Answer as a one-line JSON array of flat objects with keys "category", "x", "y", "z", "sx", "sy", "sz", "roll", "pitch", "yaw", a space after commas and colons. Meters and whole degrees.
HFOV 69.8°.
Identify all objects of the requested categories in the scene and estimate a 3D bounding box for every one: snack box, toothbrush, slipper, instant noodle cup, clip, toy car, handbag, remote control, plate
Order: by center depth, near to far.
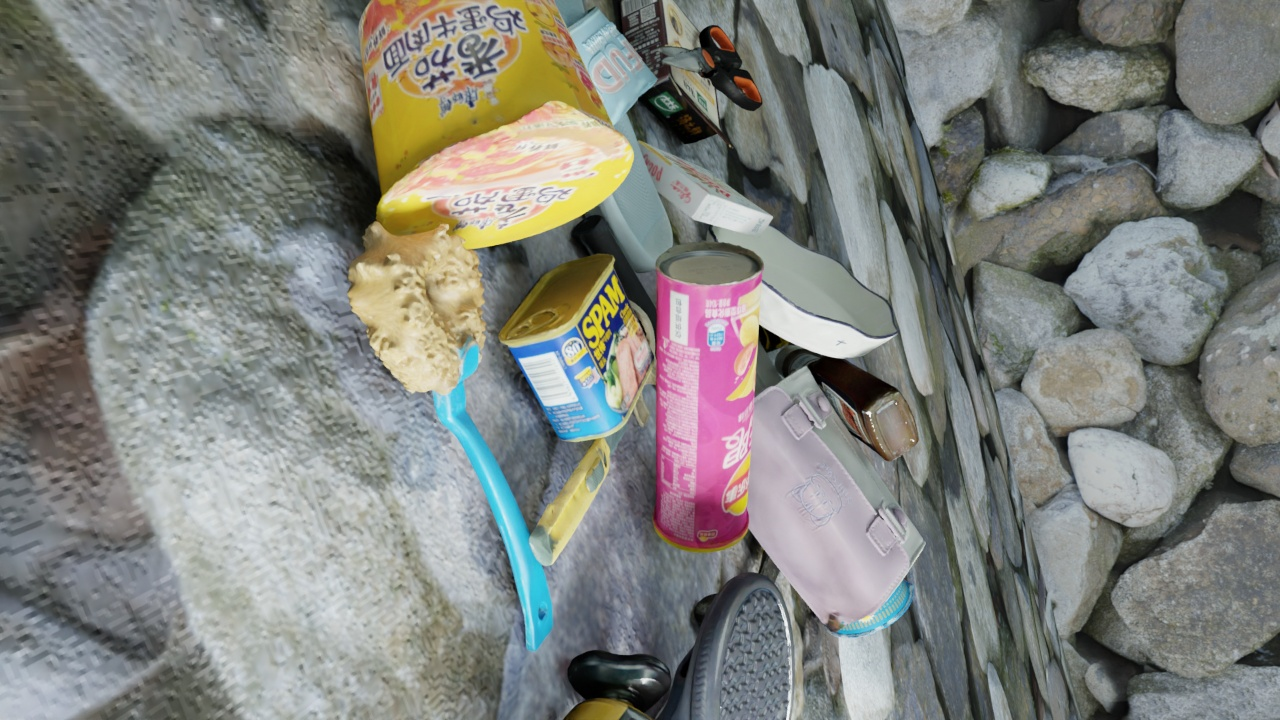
[{"category": "instant noodle cup", "x": -0.084, "y": -0.137, "z": 0.494, "sx": 0.137, "sy": 0.138, "sz": 0.109, "roll": 3, "pitch": 67, "yaw": -62}, {"category": "slipper", "x": 0.040, "y": 0.268, "z": 0.603, "sx": 0.110, "sy": 0.083, "sz": 0.268, "roll": -12, "pitch": 106, "yaw": -55}, {"category": "clip", "x": 0.000, "y": 0.002, "z": 0.677, "sx": 0.100, "sy": 0.072, "sz": 0.034, "roll": 61, "pitch": 30, "yaw": -20}, {"category": "slipper", "x": -0.023, "y": -0.181, "z": 0.687, "sx": 0.245, "sy": 0.074, "sz": 0.103, "roll": 66, "pitch": 30, "yaw": -22}, {"category": "toothbrush", "x": 0.010, "y": -0.024, "z": 0.725, "sx": 0.026, "sy": 0.027, "sz": 0.213, "roll": -44, "pitch": 124, "yaw": -17}, {"category": "handbag", "x": 0.149, "y": 0.115, "z": 0.796, "sx": 0.197, "sy": 0.099, "sz": 0.144, "roll": 55, "pitch": 35, "yaw": 5}, {"category": "snack box", "x": 0.056, "y": -0.151, "z": 0.825, "sx": 0.085, "sy": 0.027, "sz": 0.156, "roll": 41, "pitch": 18, "yaw": 21}, {"category": "snack box", "x": 0.034, "y": -0.267, "z": 0.857, "sx": 0.113, "sy": 0.053, "sz": 0.125, "roll": 25, "pitch": 56, "yaw": -57}, {"category": "plate", "x": 0.148, "y": -0.069, "z": 0.879, "sx": 0.205, "sy": 0.046, "sz": 0.204, "roll": 22, "pitch": 26, "yaw": -12}, {"category": "remote control", "x": 0.118, "y": 0.015, "z": 0.916, "sx": 0.150, "sy": 0.021, "sz": 0.058, "roll": 54, "pitch": 28, "yaw": -34}, {"category": "instant noodle cup", "x": 0.207, "y": 0.205, "z": 0.930, "sx": 0.110, "sy": 0.099, "sz": 0.099, "roll": 61, "pitch": 30, "yaw": -10}, {"category": "toy car", "x": 0.148, "y": -0.058, "z": 0.982, "sx": 0.071, "sy": 0.041, "sz": 0.155, "roll": 66, "pitch": 25, "yaw": -5}]

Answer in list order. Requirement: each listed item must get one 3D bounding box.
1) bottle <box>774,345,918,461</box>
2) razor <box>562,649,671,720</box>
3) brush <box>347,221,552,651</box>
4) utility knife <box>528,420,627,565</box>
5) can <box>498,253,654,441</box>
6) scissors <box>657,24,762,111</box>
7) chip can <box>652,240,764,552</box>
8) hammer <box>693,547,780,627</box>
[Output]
[{"category": "bottle", "x": 0.188, "y": 0.029, "z": 0.882, "sx": 0.080, "sy": 0.044, "sz": 0.195, "roll": 60, "pitch": -8, "yaw": -25}, {"category": "razor", "x": -0.041, "y": 0.219, "z": 0.497, "sx": 0.067, "sy": 0.062, "sz": 0.167, "roll": 45, "pitch": 34, "yaw": 6}, {"category": "brush", "x": -0.088, "y": 0.044, "z": 0.493, "sx": 0.083, "sy": 0.046, "sz": 0.255, "roll": -47, "pitch": 124, "yaw": -60}, {"category": "utility knife", "x": -0.035, "y": 0.073, "z": 0.591, "sx": 0.210, "sy": 0.022, "sz": 0.031, "roll": -66, "pitch": 148, "yaw": -70}, {"category": "can", "x": -0.037, "y": -0.009, "z": 0.598, "sx": 0.083, "sy": 0.057, "sz": 0.101, "roll": 64, "pitch": 30, "yaw": -26}, {"category": "scissors", "x": 0.051, "y": -0.280, "z": 0.832, "sx": 0.234, "sy": 0.022, "sz": 0.141, "roll": 11, "pitch": 55, "yaw": -57}, {"category": "chip can", "x": 0.045, "y": 0.029, "z": 0.631, "sx": 0.071, "sy": 0.071, "sz": 0.211, "roll": -55, "pitch": 150, "yaw": -56}, {"category": "hammer", "x": 0.124, "y": 0.172, "z": 0.846, "sx": 0.126, "sy": 0.032, "sz": 0.322, "roll": 65, "pitch": 29, "yaw": -20}]
